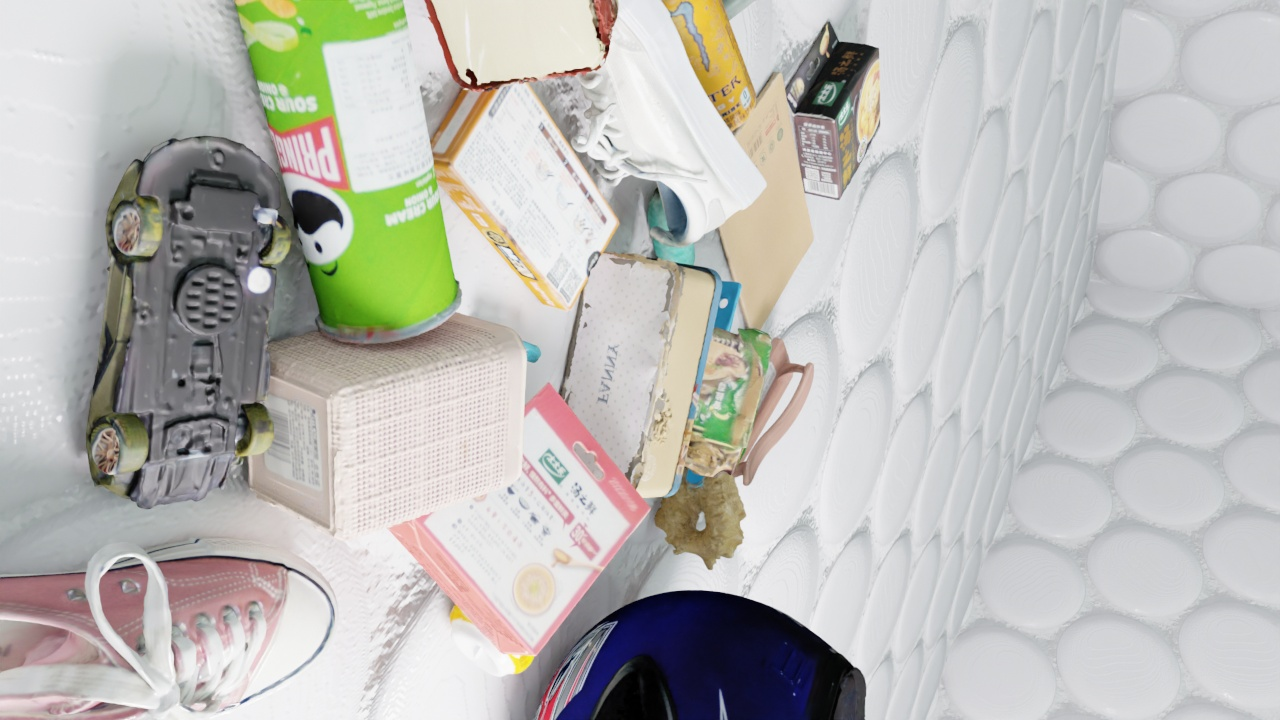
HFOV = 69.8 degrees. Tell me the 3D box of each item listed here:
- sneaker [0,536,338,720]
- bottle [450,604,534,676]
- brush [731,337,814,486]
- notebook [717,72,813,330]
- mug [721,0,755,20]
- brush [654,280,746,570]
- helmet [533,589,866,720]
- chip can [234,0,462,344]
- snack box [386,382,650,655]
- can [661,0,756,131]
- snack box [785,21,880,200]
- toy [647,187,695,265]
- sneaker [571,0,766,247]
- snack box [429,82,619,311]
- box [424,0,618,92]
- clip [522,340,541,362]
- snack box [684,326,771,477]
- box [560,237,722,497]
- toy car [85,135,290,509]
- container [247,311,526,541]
[{"bbox_3d":[-0.208,0.121,0.368,0.240,0.088,0.118,22,84,-58],"label":"sneaker"},{"bbox_3d":[-0.077,0.156,0.621,0.108,0.063,0.063,-50,141,-35],"label":"bottle"},{"bbox_3d":[0.107,0.051,0.867,0.145,0.073,0.063,-57,146,-24],"label":"brush"},{"bbox_3d":[0.116,-0.139,0.859,0.147,0.008,0.208,-57,145,-27],"label":"notebook"},{"bbox_3d":[0.077,-0.301,0.664,0.103,0.084,0.124,-48,165,-35],"label":"mug"},{"bbox_3d":[0.062,0.056,0.809,0.045,0.083,0.254,6,91,-57],"label":"brush"},{"bbox_3d":[0.027,0.332,0.690,0.247,0.241,0.314,51,50,-55],"label":"helmet"},{"bbox_3d":[-0.131,-0.126,0.398,0.072,0.072,0.236,-39,135,-45],"label":"chip can"},{"bbox_3d":[-0.072,0.097,0.572,0.113,0.044,0.126,53,53,-14],"label":"snack box"},{"bbox_3d":[0.035,-0.224,0.638,0.058,0.058,0.146,-64,148,-18],"label":"can"},{"bbox_3d":[0.191,-0.243,0.900,0.113,0.053,0.126,-59,151,-25],"label":"snack box"},{"bbox_3d":[0.027,-0.102,0.711,0.096,0.030,0.092,-56,147,-40],"label":"toy"},{"bbox_3d":[-0.010,-0.164,0.579,0.091,0.089,0.242,-40,133,2],"label":"sneaker"},{"bbox_3d":[-0.067,-0.101,0.559,0.075,0.026,0.154,-63,147,-18],"label":"snack box"},{"bbox_3d":[-0.066,-0.214,0.423,0.080,0.091,0.168,-86,166,-47],"label":"box"},{"bbox_3d":[-0.087,-0.010,0.575,0.056,0.043,0.014,26,80,-55],"label":"clip"},{"bbox_3d":[0.046,0.025,0.733,0.105,0.118,0.117,7,98,-72],"label":"snack box"},{"bbox_3d":[-0.004,0.004,0.649,0.059,0.090,0.184,9,97,-53],"label":"box"},{"bbox_3d":[-0.188,-0.015,0.384,0.070,0.042,0.158,-2,106,-58],"label":"toy car"},{"bbox_3d":[-0.128,0.029,0.459,0.110,0.090,0.090,-18,119,-52],"label":"container"}]
